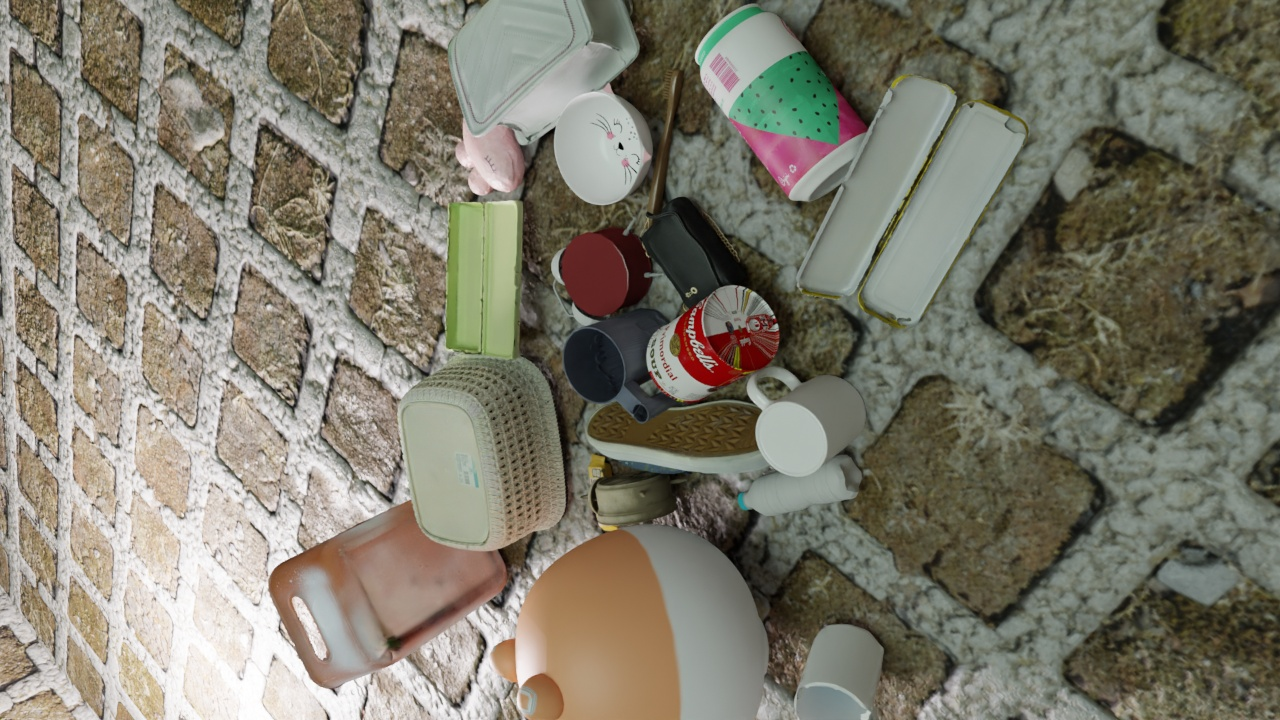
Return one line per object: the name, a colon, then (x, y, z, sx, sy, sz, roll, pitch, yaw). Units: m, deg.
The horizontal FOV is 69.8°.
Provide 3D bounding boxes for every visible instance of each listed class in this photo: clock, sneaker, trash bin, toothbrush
clock: (-0.020, 0.153, 1.057, 0.141, 0.092, 0.054, -8, 94, 44)
sneaker: (0.051, 0.096, 0.993, 0.236, 0.087, 0.079, 1, 138, 33)
clock: (-0.045, -0.094, 1.013, 0.138, 0.048, 0.096, -28, 88, 40)
trash bin: (-0.327, 0.292, 1.224, 0.158, 0.259, 0.181, -28, 87, 38)
toothbrush: (0.022, -0.214, 0.943, 0.016, 0.016, 0.167, 23, 118, 29)

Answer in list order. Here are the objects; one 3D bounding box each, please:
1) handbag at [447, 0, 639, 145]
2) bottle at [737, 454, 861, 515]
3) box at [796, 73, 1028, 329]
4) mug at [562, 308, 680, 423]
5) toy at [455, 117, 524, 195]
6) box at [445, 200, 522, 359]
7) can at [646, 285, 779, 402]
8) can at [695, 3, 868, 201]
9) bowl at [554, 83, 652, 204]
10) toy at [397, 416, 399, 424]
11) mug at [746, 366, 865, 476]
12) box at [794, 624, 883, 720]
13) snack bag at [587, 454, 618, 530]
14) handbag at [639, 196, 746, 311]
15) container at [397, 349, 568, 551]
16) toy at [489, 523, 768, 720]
handbag: (-0.105, -0.329, 0.952, 0.199, 0.096, 0.142, -26, 75, 40)
bottle: (0.159, 0.132, 0.941, 0.137, 0.044, 0.044, -22, 92, 40)
box: (0.227, -0.130, 0.788, 0.128, 0.045, 0.210, 20, 122, -5)
mug: (-0.006, 0.006, 0.983, 0.124, 0.103, 0.084, 43, 126, 17)
toy: (-0.179, -0.240, 1.067, 0.105, 0.053, 0.108, -28, 89, 54)
box: (-0.187, -0.098, 1.106, 0.139, 0.030, 0.187, 5, 96, 41)
can: (0.069, -0.014, 0.910, 0.086, 0.086, 0.117, 62, 148, 3)
can: (0.126, -0.227, 0.813, 0.088, 0.088, 0.166, -42, 79, 38)
bowl: (-0.031, -0.223, 0.955, 0.115, 0.050, 0.115, 16, 117, 34)
toy: (-0.287, 0.100, 1.267, 0.118, 0.043, 0.092, -4, 102, 36)
mug: (0.152, 0.049, 0.887, 0.110, 0.090, 0.074, 46, 127, 16)
box: (0.199, 0.336, 0.907, 0.095, 0.165, 0.084, 13, 119, 21)
snack bag: (-0.045, 0.163, 1.121, 0.026, 0.020, 0.099, 1, 106, 38)
handbag: (0.047, -0.105, 0.939, 0.128, 0.054, 0.079, 54, 133, 6)
container: (-0.197, 0.116, 1.140, 0.185, 0.142, 0.252, 2, 107, 28)
toy: (-0.008, 0.312, 0.974, 0.263, 0.280, 0.266, -175, 81, -68)
